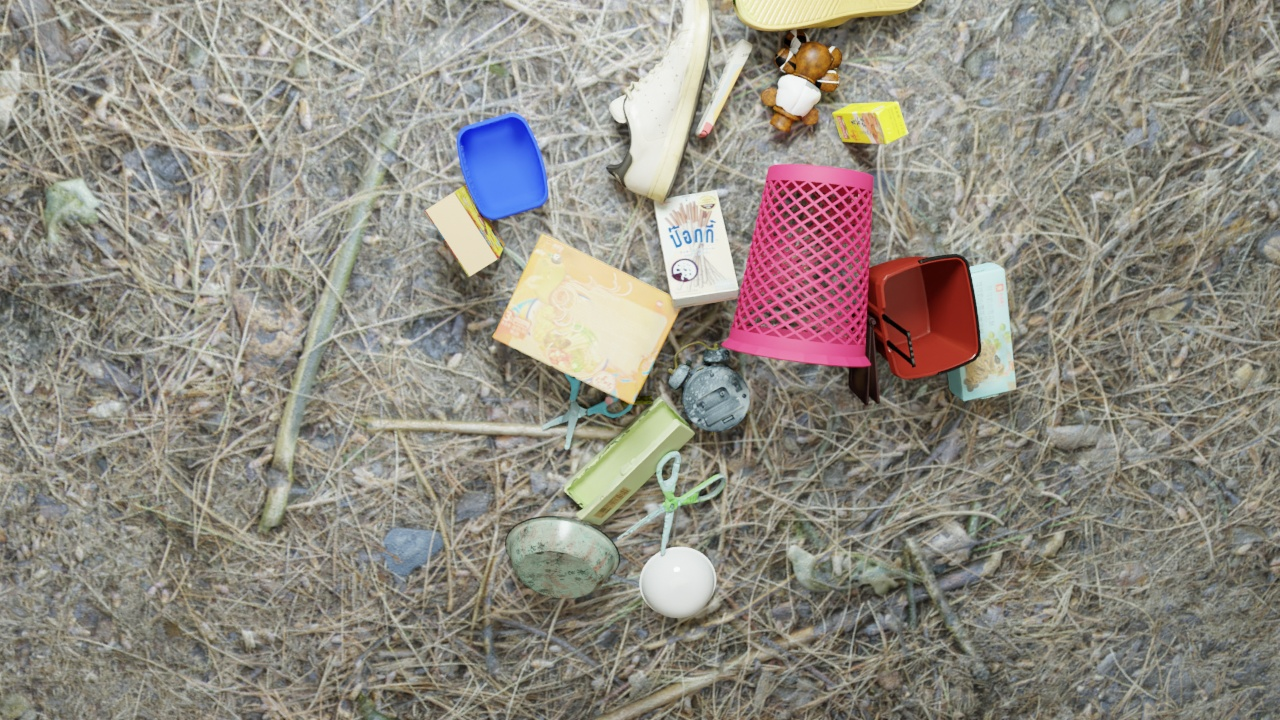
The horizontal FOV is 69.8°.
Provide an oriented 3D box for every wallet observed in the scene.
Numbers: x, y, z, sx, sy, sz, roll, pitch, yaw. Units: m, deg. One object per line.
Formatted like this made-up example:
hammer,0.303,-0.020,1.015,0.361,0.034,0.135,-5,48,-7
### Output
wallet,0.289,-0.008,1.196,0.018,0.091,0.116,-6,106,-2

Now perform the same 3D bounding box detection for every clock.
clock,0.091,0.035,1.213,0.090,0.052,0.129,-29,106,4

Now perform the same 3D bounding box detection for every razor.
razor,-0.007,0.007,1.215,0.042,0.026,0.106,-4,101,-1

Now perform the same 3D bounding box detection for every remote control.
remote control,0.100,-0.331,1.122,0.018,0.038,0.126,24,102,-9

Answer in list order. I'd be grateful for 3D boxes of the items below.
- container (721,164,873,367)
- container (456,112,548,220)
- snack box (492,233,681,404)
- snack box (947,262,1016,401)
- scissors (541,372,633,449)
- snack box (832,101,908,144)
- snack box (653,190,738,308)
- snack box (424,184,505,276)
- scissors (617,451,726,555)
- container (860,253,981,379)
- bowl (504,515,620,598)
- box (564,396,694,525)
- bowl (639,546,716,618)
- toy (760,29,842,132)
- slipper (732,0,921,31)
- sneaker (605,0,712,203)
container,0.206,-0.118,1.128,0.183,0.183,0.226,6,97,-6
container,-0.166,-0.236,1.116,0.096,0.058,0.114,-17,106,0
snack box,-0.066,-0.052,1.158,0.195,0.080,0.145,26,96,-4
snack box,0.447,-0.038,1.221,0.075,0.053,0.175,-13,107,-2
scissors,-0.081,0.049,1.216,0.136,0.015,0.125,-24,93,11
snack box,0.271,-0.283,1.091,0.029,0.148,0.040,-25,106,-1
snack box,0.067,-0.138,1.131,0.082,0.026,0.149,-8,63,-1
snack box,-0.207,-0.158,1.099,0.040,0.125,0.088,-31,105,4
scissors,0.039,0.192,1.249,0.171,0.023,0.169,-30,131,-11
container,0.350,-0.052,1.129,0.127,0.200,0.148,-16,106,-4
bowl,-0.108,0.272,1.231,0.157,0.038,0.158,5,133,5
box,-0.012,0.141,1.236,0.188,0.089,0.077,-45,123,5
bowl,0.055,0.322,1.293,0.110,0.040,0.110,-1,105,-4
toy,0.194,-0.337,1.119,0.087,0.067,0.113,22,111,-10
slipper,0.217,-0.445,1.083,0.263,0.078,0.099,-11,110,-19
sneaker,0.019,-0.318,1.102,0.102,0.088,0.242,16,107,1
